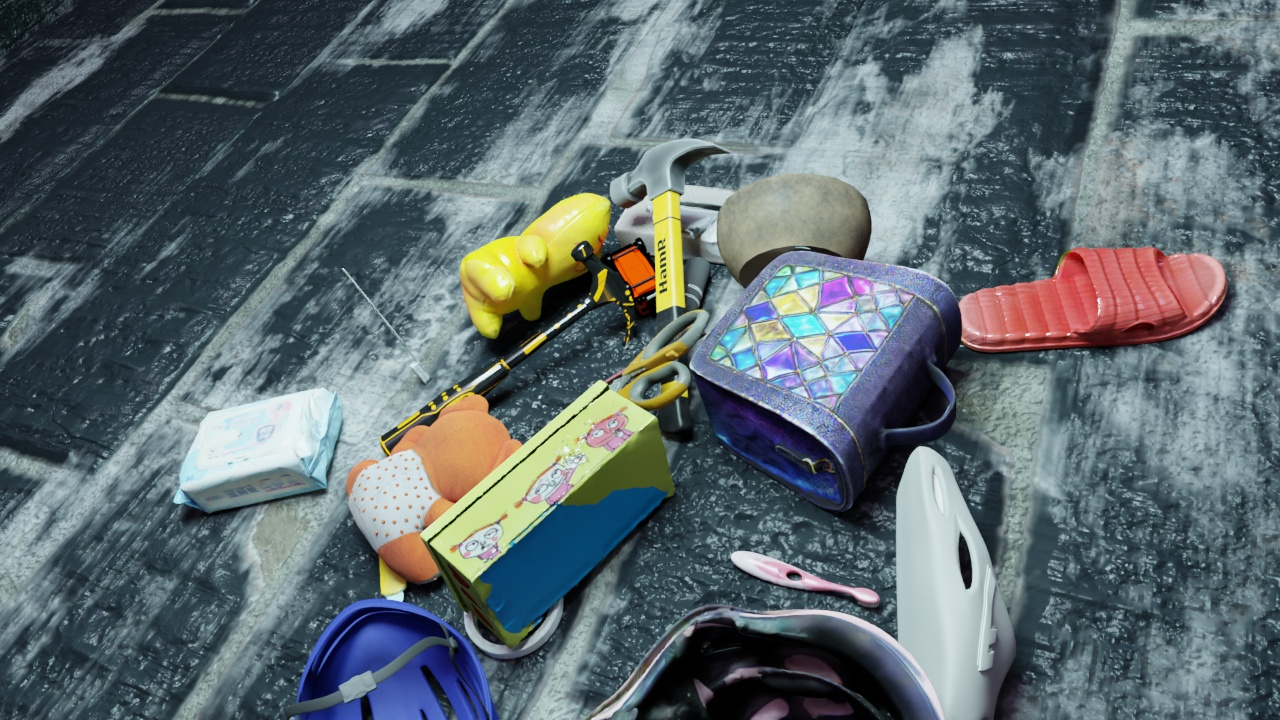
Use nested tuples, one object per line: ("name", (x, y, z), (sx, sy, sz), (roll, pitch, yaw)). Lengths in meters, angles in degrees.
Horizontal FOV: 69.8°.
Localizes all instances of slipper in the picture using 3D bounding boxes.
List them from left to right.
("slipper", (0.246, 0.190, 0.700), (0.080, 0.113, 0.265), (8, 51, 0))
("slipper", (0.431, -0.064, 0.883), (0.249, 0.059, 0.103), (-10, 47, 12))

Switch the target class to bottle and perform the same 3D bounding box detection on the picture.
("bottle", (0.052, -0.066, 1.033), (0.030, 0.030, 0.112), (4, 52, 22))

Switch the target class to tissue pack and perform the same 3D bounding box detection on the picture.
("tissue pack", (-0.427, 0.100, 1.026), (0.182, 0.070, 0.111), (-12, 48, 10))
("tissue pack", (0.063, -0.167, 1.097), (0.181, 0.071, 0.103), (14, 55, 24))

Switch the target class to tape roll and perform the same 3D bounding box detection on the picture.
("tape roll", (-0.117, 0.228, 0.845), (0.093, 0.013, 0.092), (-9, 48, 10))

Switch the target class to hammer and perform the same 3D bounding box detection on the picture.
("hammer", (-0.147, 0.008, 1.004), (0.320, 0.123, 0.036), (-37, 21, -2))
("hammer", (0.034, -0.082, 0.964), (0.170, 0.034, 0.324), (-20, 65, 47))

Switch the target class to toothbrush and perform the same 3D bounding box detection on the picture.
("toothbrush", (-0.281, -0.034, 1.016), (0.010, 0.181, 0.010), (26, 65, 40))
("toothbrush", (-0.006, 0.006, 0.944), (0.185, 0.015, 0.015), (-30, 70, 35))
("toothbrush", (0.140, 0.189, 0.791), (0.135, 0.016, 0.021), (11, 54, 30))

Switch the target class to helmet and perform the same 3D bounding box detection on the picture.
("helmet", (-0.197, 0.254, 0.704), (0.147, 0.228, 0.241), (-24, 47, -16))
("helmet", (0.090, 0.295, 0.615), (0.255, 0.152, 0.230), (-39, 42, -9))

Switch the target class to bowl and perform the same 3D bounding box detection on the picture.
("bowl", (0.160, -0.120, 0.960), (0.162, 0.162, 0.070), (-5, 64, 15))

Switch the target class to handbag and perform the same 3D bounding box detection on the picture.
("handbag", (0.184, 0.015, 0.852), (0.222, 0.125, 0.204), (22, 60, 36))

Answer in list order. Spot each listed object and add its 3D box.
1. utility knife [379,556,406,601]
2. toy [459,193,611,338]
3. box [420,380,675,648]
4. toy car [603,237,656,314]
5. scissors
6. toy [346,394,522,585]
("utility knife", (-0.248, 0.201, 0.910), (0.030, 0.019, 0.218), (-23, 42, 2))
("toy", (-0.122, -0.115, 1.060), (0.193, 0.135, 0.087), (-37, 74, -25))
("box", (-0.077, 0.136, 0.824), (0.220, 0.124, 0.082), (-40, 49, -22))
("toy car", (-0.002, -0.096, 1.065), (0.051, 0.049, 0.100), (-27, 47, -4))
("scissors", (-0.017, 0.032, 0.899), (0.229, 0.016, 0.133), (-35, 29, 39))
("toy", (-0.202, 0.119, 0.919), (0.172, 0.093, 0.164), (-38, 52, -8))
